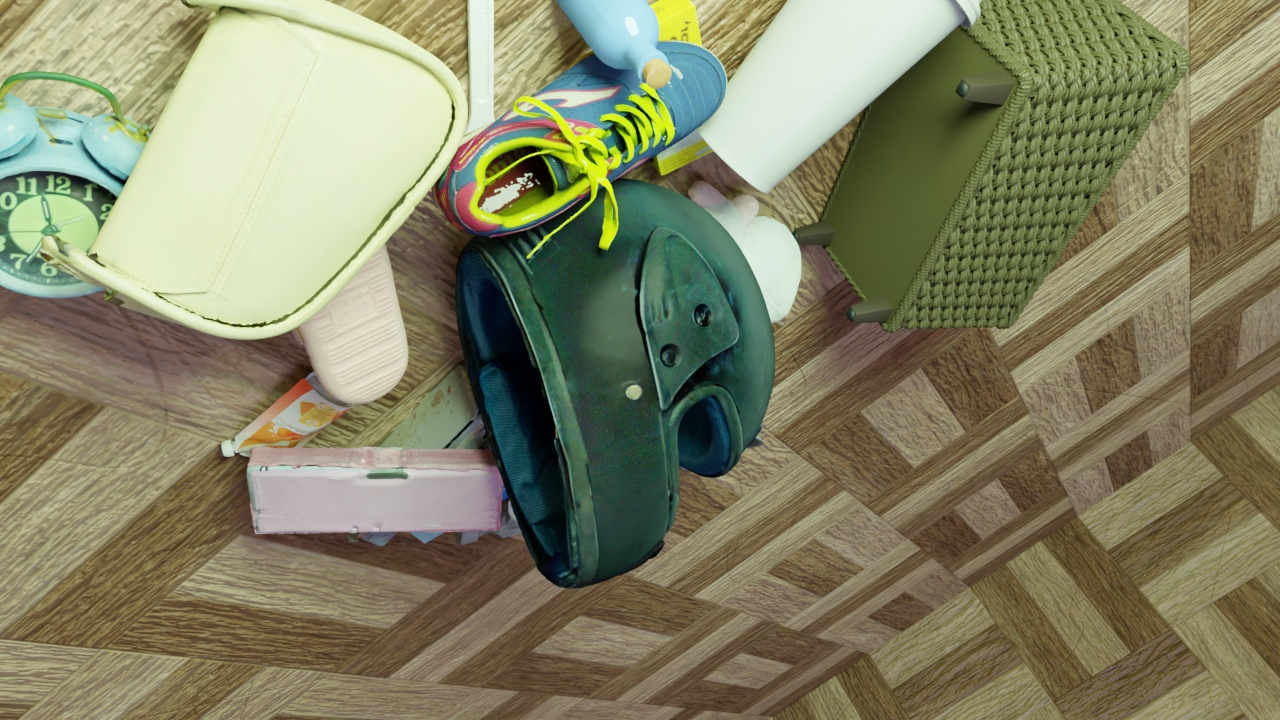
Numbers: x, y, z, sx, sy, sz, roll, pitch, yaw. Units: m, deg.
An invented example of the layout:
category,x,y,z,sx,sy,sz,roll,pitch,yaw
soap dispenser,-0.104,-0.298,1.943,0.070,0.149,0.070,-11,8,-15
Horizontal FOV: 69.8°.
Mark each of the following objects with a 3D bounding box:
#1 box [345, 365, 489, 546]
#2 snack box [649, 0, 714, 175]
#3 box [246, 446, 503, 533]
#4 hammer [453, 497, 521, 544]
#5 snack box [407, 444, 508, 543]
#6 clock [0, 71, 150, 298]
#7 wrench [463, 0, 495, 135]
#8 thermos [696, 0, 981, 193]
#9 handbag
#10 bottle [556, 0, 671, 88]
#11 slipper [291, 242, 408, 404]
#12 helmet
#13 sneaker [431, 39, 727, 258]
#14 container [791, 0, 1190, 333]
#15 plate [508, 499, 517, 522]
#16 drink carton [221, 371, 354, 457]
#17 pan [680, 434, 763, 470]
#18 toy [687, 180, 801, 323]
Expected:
category,x,y,z,sx,sy,sz,roll,pitch,yaw
box,-0.221,0.101,0.931,0.062,0.081,0.217,32,115,-35
snack box,0.025,-0.221,0.749,0.061,0.025,0.149,-27,146,-4
box,-0.247,0.125,0.870,0.232,0.037,0.098,3,124,-13
hammer,-0.121,0.100,1.047,0.139,0.035,0.313,-9,140,-31
snack box,-0.160,0.116,0.978,0.227,0.059,0.059,-29,125,15
clock,-0.367,-0.109,0.574,0.118,0.060,0.162,-1,132,-34
wrench,-0.112,-0.238,0.641,0.047,0.009,0.274,-15,143,-21
thermos,0.148,-0.240,0.717,0.222,0.131,0.131,-46,143,20
handbag,-0.235,-0.120,0.584,0.190,0.088,0.233,29,91,-39
bottle,-0.015,-0.226,0.619,0.048,0.131,0.048,-20,145,-15
slipper,-0.243,-0.060,0.714,0.093,0.082,0.197,-35,128,-29
helmet,-0.005,0.004,0.766,0.235,0.316,0.250,-15,175,-25
sneaker,-0.027,-0.153,0.652,0.241,0.091,0.116,-32,116,-15
container,0.297,-0.185,0.871,0.204,0.176,0.322,-10,141,-22
plate,-0.087,0.139,1.083,0.156,0.014,0.157,-25,148,-18
drink carton,-0.324,0.059,0.849,0.122,0.038,0.069,-36,147,19
pan,0.047,0.089,1.099,0.201,0.050,0.356,5,168,9
toy,0.085,-0.098,0.897,0.139,0.101,0.179,-44,128,-1
